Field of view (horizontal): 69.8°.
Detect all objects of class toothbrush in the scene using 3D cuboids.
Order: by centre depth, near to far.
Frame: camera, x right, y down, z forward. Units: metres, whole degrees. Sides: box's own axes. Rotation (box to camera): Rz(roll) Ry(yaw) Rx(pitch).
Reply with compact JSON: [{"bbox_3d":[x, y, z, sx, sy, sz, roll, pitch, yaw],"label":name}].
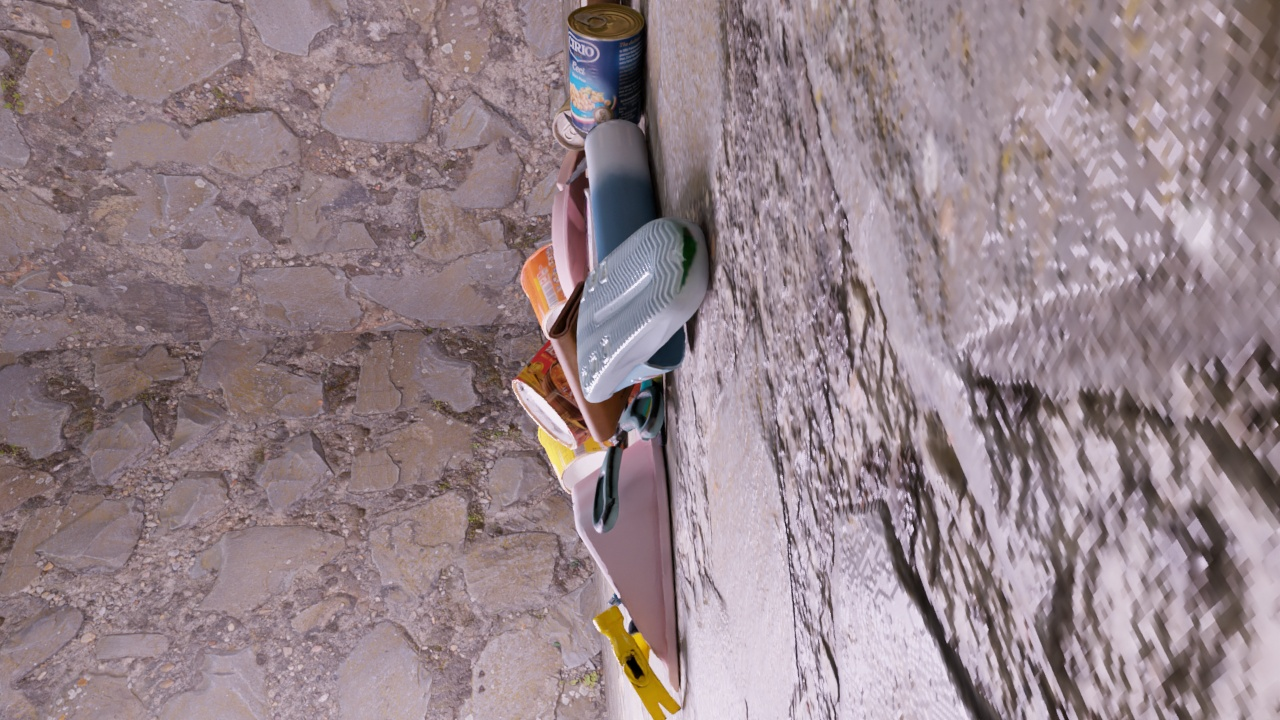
[{"bbox_3d":[-0.016,0.293,1.099,0.016,0.018,0.192,41,172,19],"label":"toothbrush"}]

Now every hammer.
[{"bbox_3d":[-0.002,0.327,1.050,0.128,0.033,0.301,59,176,8],"label":"hammer"}]

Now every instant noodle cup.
[{"bbox_3d":[-0.075,0.030,1.074,0.138,0.108,0.138,40,160,18],"label":"instant noodle cup"},{"bbox_3d":[-0.035,-0.121,1.119,0.138,0.060,0.173,-113,22,-74],"label":"instant noodle cup"},{"bbox_3d":[-0.102,-0.099,1.420,0.152,0.151,0.111,93,163,-51],"label":"instant noodle cup"},{"bbox_3d":[-0.084,0.142,1.458,0.109,0.138,0.138,-112,17,-44],"label":"instant noodle cup"}]

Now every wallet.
[{"bbox_3d":[-0.041,-0.007,0.894,0.118,0.035,0.131,-62,-39,-43],"label":"wallet"}]

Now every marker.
[{"bbox_3d":[0.019,0.029,0.915,0.018,0.015,0.124,-126,29,-63],"label":"marker"}]

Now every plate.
[{"bbox_3d":[-0.072,-0.176,1.223,0.229,0.028,0.229,2,-91,-75],"label":"plate"}]

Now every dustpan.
[{"bbox_3d":[0.020,0.194,1.035,0.273,0.139,0.222,59,177,-11],"label":"dustpan"}]

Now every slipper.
[{"bbox_3d":[0.006,-0.040,0.739,0.246,0.074,0.104,138,130,-62],"label":"slipper"}]

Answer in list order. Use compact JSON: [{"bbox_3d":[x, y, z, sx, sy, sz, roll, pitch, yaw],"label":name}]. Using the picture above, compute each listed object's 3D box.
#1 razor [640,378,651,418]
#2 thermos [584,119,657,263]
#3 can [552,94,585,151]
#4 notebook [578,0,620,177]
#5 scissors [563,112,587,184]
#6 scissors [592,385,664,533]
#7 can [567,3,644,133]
[{"bbox_3d":[0.001,0.011,0.989,0.043,0.028,0.132,-35,51,54],"label":"razor"},{"bbox_3d":[-0.016,-0.134,0.892,0.070,0.070,0.220,96,169,-58],"label":"thermos"},{"bbox_3d":[-0.068,-0.316,1.161,0.116,0.058,0.059,-70,-14,-48],"label":"can"},{"bbox_3d":[-0.044,-0.343,1.084,0.149,0.012,0.212,-67,-19,-54],"label":"notebook"},{"bbox_3d":[-0.046,-0.246,1.046,0.181,0.014,0.159,46,-129,-61],"label":"scissors"},{"bbox_3d":[-0.021,0.099,0.918,0.170,0.019,0.180,165,123,-71],"label":"scissors"},{"bbox_3d":[-0.035,-0.293,0.933,0.111,0.075,0.075,92,172,-46],"label":"can"}]
